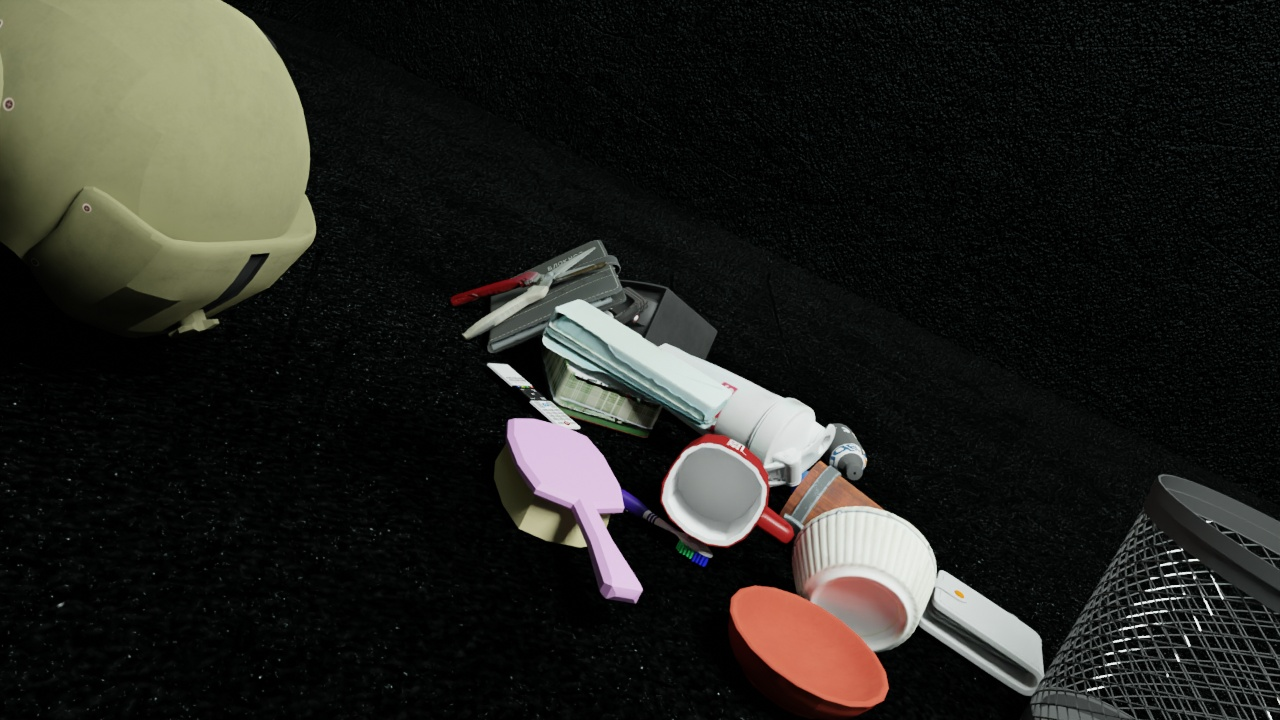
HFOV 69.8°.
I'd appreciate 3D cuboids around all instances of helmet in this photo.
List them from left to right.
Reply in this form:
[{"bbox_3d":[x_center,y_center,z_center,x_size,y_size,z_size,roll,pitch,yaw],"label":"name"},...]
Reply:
[{"bbox_3d":[-0.344,-0.129,0.619,0.233,0.256,0.249,26,17,14],"label":"helmet"}]

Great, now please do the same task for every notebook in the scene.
[{"bbox_3d":[-0.103,-0.081,1.089,0.209,0.169,0.029,-112,178,-64],"label":"notebook"}]

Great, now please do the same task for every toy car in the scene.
[{"bbox_3d":[-0.033,-0.057,1.061,0.040,0.037,0.092,36,50,27],"label":"toy car"}]

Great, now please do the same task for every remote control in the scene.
[{"bbox_3d":[-0.109,0.038,0.915,0.124,0.012,0.028,37,20,35],"label":"remote control"}]

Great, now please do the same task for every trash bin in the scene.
[{"bbox_3d":[0.423,0.239,0.672,0.217,0.228,0.217,23,16,-7],"label":"trash bin"}]

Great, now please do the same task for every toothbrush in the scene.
[{"bbox_3d":[-0.017,0.119,0.789,0.187,0.016,0.015,31,15,22],"label":"toothbrush"}]

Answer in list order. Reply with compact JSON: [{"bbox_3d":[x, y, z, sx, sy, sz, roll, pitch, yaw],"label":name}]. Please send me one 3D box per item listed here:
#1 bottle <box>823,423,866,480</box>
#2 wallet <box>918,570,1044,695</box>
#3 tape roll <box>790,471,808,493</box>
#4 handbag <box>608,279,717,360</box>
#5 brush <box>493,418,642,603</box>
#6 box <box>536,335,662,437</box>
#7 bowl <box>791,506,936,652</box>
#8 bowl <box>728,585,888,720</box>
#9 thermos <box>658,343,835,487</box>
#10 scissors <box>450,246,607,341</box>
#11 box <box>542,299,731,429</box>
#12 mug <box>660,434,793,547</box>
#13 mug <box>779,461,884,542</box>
[{"bbox_3d":[0.252,0.116,1.137,0.047,0.047,0.112,22,16,-9],"label":"bottle"},{"bbox_3d":[0.315,0.243,0.848,0.118,0.037,0.115,33,18,15],"label":"wallet"},{"bbox_3d":[0.211,0.154,1.008,0.091,0.016,0.093,11,21,-39],"label":"tape roll"},{"bbox_3d":[-0.026,-0.062,1.204,0.196,0.072,0.175,21,-5,29],"label":"handbag"},{"bbox_3d":[-0.052,0.117,0.693,0.089,0.043,0.228,17,18,-26],"label":"brush"},{"bbox_3d":[-0.050,0.013,1.019,0.117,0.050,0.205,22,17,-21],"label":"box"},{"bbox_3d":[0.173,0.180,0.724,0.115,0.116,0.062,26,31,4],"label":"bowl"},{"bbox_3d":[0.111,0.212,0.649,0.122,0.035,0.122,23,16,-7],"label":"bowl"},{"bbox_3d":[0.099,0.060,1.028,0.220,0.099,0.099,29,16,33],"label":"thermos"},{"bbox_3d":[-0.140,-0.077,1.052,0.199,0.015,0.178,-4,34,26],"label":"scissors"},{"bbox_3d":[-0.004,0.004,0.940,0.199,0.067,0.083,31,-3,11],"label":"box"},{"bbox_3d":[0.079,0.118,0.787,0.116,0.080,0.096,34,3,7],"label":"mug"},{"bbox_3d":[0.184,0.165,0.850,0.111,0.082,0.117,35,36,19],"label":"mug"}]
